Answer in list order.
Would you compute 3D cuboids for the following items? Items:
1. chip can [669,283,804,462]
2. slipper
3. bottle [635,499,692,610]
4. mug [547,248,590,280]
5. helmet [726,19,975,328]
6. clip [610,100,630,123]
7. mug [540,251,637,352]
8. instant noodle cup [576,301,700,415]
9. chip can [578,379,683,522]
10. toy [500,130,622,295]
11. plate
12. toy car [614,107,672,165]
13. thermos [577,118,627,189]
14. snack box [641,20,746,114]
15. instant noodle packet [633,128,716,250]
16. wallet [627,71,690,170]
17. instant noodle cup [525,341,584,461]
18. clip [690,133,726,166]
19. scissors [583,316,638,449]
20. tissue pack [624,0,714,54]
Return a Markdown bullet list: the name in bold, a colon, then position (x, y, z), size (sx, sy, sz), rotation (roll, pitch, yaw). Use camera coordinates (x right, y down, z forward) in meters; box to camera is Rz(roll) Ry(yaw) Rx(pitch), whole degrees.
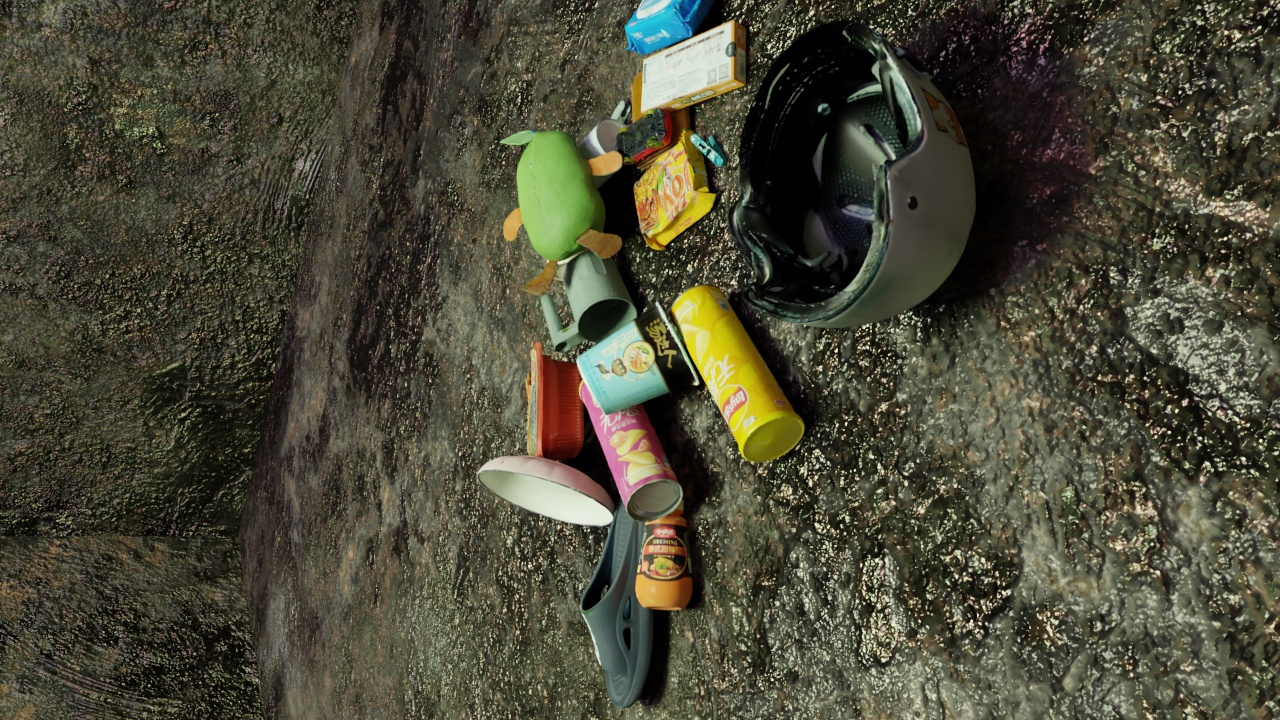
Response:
- **chip can**: position (0.101, 0.010, 1.001), size (0.072, 0.072, 0.213), rotation (-59, 39, 32)
- **slipper**: position (-0.036, 0.288, 1.138), size (0.111, 0.083, 0.268), rotation (162, 114, -70)
- **bottle**: position (0.030, 0.217, 1.087), size (0.067, 0.066, 0.149), rotation (-25, 57, 53)
- **mug**: position (-0.101, -0.173, 1.347), size (0.115, 0.081, 0.105), rotation (110, 155, -71)
- **helmet**: position (0.197, -0.149, 0.804), size (0.231, 0.156, 0.273), rotation (-47, 36, 44)
- **clip**: position (-0.033, -0.347, 1.321), size (0.058, 0.042, 0.026), rotation (-60, 38, 27)
- **mug**: position (-0.076, -0.079, 1.256), size (0.124, 0.084, 0.103), rotation (-28, 50, 9)
- **instant noodle cup**: position (-0.006, 0.006, 1.083), size (0.120, 0.111, 0.111), rotation (-27, 50, 1)
- **chip can**: position (-0.015, 0.096, 1.116), size (0.072, 0.071, 0.210), rotation (-62, 33, 29)
- **toy**: position (-0.110, -0.216, 1.251), size (0.228, 0.090, 0.246), rotation (-26, 65, 28)
- **plate**: position (-0.121, 0.168, 1.222), size (0.193, 0.192, 0.039), rotation (-20, 47, 54)
- **toy car**: position (0.003, -0.287, 1.187), size (0.107, 0.031, 0.049), rotation (-17, 75, 51)
- **thermos**: position (-0.094, -0.268, 1.353), size (0.225, 0.073, 0.073), rotation (-30, 60, 52)
- **snack box**: position (0.063, -0.358, 1.138), size (0.154, 0.026, 0.075), rotation (-7, 78, 44)
- **instant noodle packet**: position (0.041, -0.214, 1.161), size (0.129, 0.044, 0.110), rotation (-38, 58, 48)
- **wallet**: position (0.021, -0.330, 1.218), size (0.119, 0.035, 0.130), rotation (-19, 68, 52)
- **instant noodle cup**: position (-0.122, 0.073, 1.292), size (0.189, 0.079, 0.164), rotation (119, 150, -73)
- **clip**: position (0.086, -0.256, 1.116), size (0.054, 0.032, 0.013), rotation (56, 134, 28)
- **scissors**: position (-0.027, 0.041, 1.242), size (0.206, 0.015, 0.201), rotation (4, 88, 57)
- **tissue pack**: position (0.037, -0.450, 1.172), size (0.157, 0.052, 0.094), rotation (7, 65, 57)
